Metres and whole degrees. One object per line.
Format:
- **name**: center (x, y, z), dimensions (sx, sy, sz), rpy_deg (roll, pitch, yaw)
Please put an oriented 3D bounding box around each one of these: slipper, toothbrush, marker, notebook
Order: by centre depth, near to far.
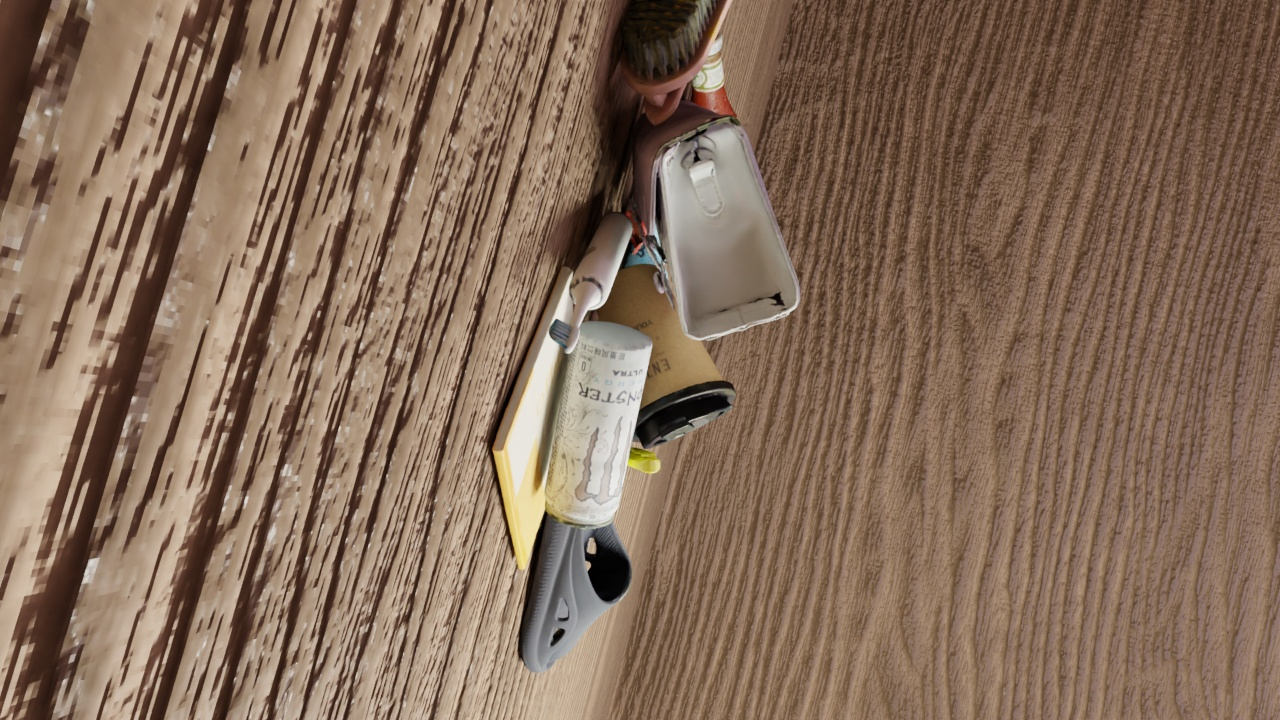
- **toothbrush**: center (-0.031, -0.056, 0.614), dimensions (0.027, 0.026, 0.220), rpy_deg (-54, -171, 25)
- **notebook**: center (-0.071, 0.050, 0.665), dimensions (0.207, 0.010, 0.145), rpy_deg (94, 11, -57)
- **marker**: center (-0.015, 0.072, 0.730), dimensions (0.124, 0.018, 0.015), rpy_deg (-171, -104, -67)
- **slipper**: center (-0.051, 0.195, 0.843), dimensions (0.110, 0.083, 0.269), rpy_deg (-62, 167, -57)

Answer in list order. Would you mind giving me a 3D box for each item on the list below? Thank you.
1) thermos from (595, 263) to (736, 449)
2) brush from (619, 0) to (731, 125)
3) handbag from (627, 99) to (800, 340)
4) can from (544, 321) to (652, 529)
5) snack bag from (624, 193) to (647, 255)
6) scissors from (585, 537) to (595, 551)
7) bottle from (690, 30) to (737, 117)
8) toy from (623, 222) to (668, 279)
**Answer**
- **thermos**: center (0.014, -0.002, 0.733), dimensions (0.093, 0.093, 0.143), rpy_deg (86, -18, -70)
- **brush**: center (0.027, -0.235, 0.646), dimensions (0.073, 0.063, 0.145), rpy_deg (76, 28, -56)
- **handbag**: center (0.043, -0.115, 0.688), dimensions (0.196, 0.098, 0.145), rpy_deg (-101, 175, -69)
- **can**: center (-0.033, 0.047, 0.675), dimensions (0.058, 0.058, 0.147), rpy_deg (-57, 160, -70)
- **snack bag**: center (0.004, -0.138, 0.826), dimensions (0.105, 0.026, 0.045), rpy_deg (-69, 153, -48)
- **scissors**: center (-0.035, 0.123, 1.129), dimensions (0.189, 0.015, 0.224), rpy_deg (96, 10, -54)
- **bottle**: center (0.074, -0.263, 0.987), dimensions (0.206, 0.060, 0.059), rpy_deg (79, 25, -55)
- **toy**: center (0.004, -0.072, 0.883), dimensions (0.161, 0.050, 0.156), rpy_deg (-65, 159, -83)
